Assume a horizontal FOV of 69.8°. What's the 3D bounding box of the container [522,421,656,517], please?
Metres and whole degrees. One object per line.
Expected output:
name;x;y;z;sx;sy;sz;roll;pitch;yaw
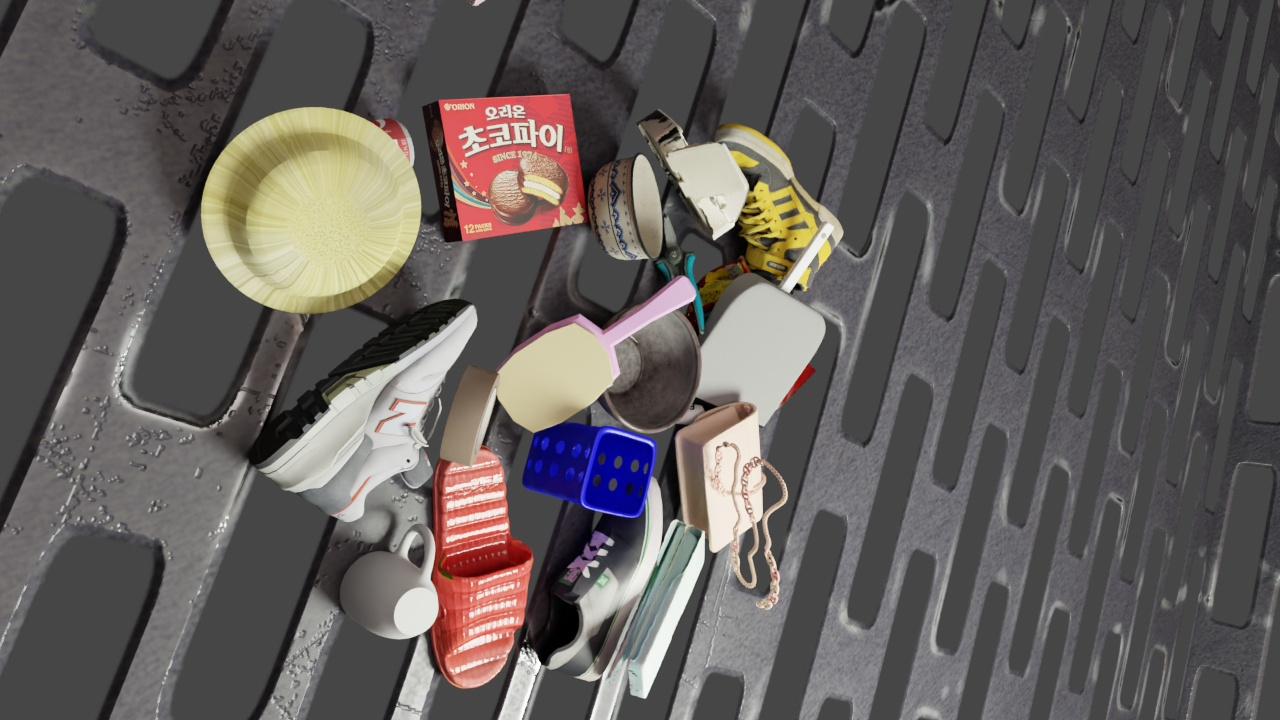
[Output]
container;-0.056;0.110;0.966;0.084;0.114;0.085;21;80;-38

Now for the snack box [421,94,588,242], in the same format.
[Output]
snack box;-0.134;-0.197;0.933;0.151;0.036;0.133;-16;103;-37

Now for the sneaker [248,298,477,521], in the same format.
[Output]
sneaker;-0.228;0.054;0.850;0.239;0.089;0.124;-40;121;-21

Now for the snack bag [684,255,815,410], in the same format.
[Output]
snack bag;0.136;-0.014;1.148;0.138;0.067;0.208;-45;120;-20

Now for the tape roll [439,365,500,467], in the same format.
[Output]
tape roll;-0.163;0.053;0.878;0.030;0.094;0.093;17;80;-4

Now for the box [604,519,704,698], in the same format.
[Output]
box;0.023;0.272;1.022;0.072;0.086;0.198;36;47;-6

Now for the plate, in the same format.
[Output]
plate;-0.270;-0.118;0.782;0.184;0.036;0.185;-17;125;-27

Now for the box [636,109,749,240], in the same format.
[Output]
box;0.078;-0.203;1.006;0.081;0.181;0.143;-34;122;3

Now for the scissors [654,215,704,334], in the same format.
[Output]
scissors;0.052;-0.098;1.074;0.130;0.135;0.019;-57;168;-3

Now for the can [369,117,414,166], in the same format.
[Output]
can;-0.257;-0.184;0.823;0.096;0.054;0.054;-22;106;-36

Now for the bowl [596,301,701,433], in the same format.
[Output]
bowl;-0.006;0.006;1.029;0.144;0.067;0.145;-3;95;-39

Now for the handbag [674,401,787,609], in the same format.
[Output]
handbag;0.140;0.162;1.076;0.116;0.187;0.199;-23;118;-34

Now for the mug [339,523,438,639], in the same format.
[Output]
mug;-0.220;0.205;0.854;0.071;0.090;0.107;35;71;-35

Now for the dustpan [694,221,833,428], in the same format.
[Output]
dustpan;0.160;-0.051;1.107;0.163;0.033;0.258;24;106;-37

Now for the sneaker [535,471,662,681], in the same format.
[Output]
sneaker;-0.047;0.228;1.003;0.079;0.084;0.235;27;80;-37

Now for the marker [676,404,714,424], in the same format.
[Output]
marker;0.052;0.065;1.108;0.125;0.025;0.025;5;89;-39

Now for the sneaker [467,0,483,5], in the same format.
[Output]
sneaker;-0.231;-0.424;0.812;0.293;0.112;0.116;25;98;-38

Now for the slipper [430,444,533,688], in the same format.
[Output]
slipper;-0.159;0.209;0.926;0.103;0.059;0.249;-3;93;-39

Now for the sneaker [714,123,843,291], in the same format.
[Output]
sneaker;0.152;-0.176;1.134;0.238;0.086;0.122;38;71;-33

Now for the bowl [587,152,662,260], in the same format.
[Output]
bowl;-0.019;-0.162;0.995;0.115;0.059;0.115;-5;89;-74

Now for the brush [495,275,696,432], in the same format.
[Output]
brush;-0.044;-0.013;0.930;0.229;0.043;0.089;-33;98;8
